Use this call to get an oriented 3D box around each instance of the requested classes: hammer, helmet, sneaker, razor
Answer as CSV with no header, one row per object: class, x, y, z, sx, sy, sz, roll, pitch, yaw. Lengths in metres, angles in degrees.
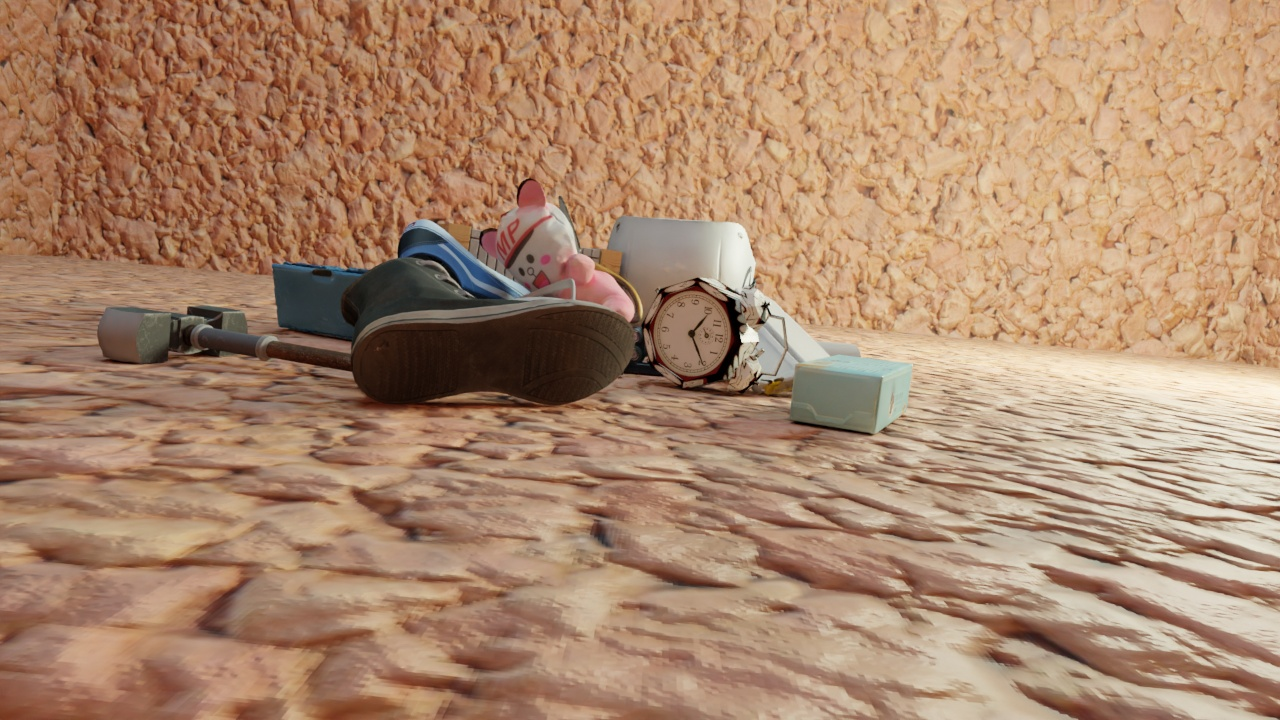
hammer,-0.295,-0.005,0.806,0.322,0.043,0.155,9,6,15
helmet,0.055,-0.099,1.402,0.236,0.163,0.264,7,-23,3
sneaker,-0.123,-0.026,0.753,0.234,0.095,0.120,-6,32,-23
razor,-0.019,-0.022,1.215,0.052,0.047,0.143,2,2,-11
sneaker,-0.212,-0.070,1.164,0.241,0.084,0.098,39,31,-29

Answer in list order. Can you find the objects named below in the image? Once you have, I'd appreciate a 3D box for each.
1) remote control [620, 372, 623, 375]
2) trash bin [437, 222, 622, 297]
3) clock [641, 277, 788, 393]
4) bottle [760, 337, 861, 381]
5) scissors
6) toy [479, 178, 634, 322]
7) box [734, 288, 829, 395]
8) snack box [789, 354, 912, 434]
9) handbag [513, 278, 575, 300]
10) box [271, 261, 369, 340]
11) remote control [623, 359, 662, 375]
remote control,-0.068,0.012,0.969,0.046,0.009,0.124,9,7,39
trash bin,-0.174,-0.106,1.324,0.246,0.142,0.142,7,4,-21
clock,0.083,-0.025,0.948,0.155,0.115,0.065,11,8,28
bottle,0.160,0.000,1.088,0.195,0.052,0.052,4,6,-12
scissors,-0.073,-0.126,1.230,0.162,0.225,0.016,-10,-18,5
toy,-0.101,-0.111,1.141,0.084,0.213,0.142,-46,3,-38
box,0.141,-0.025,1.044,0.129,0.039,0.209,-2,31,-23
snack box,0.194,0.027,0.830,0.075,0.053,0.174,7,7,24
handbag,-0.187,-0.042,1.020,0.222,0.095,0.216,-1,2,-10
box,-0.381,-0.074,1.146,0.232,0.093,0.048,10,4,34
remote control,-0.006,0.006,1.056,0.136,0.015,0.032,5,5,-3
